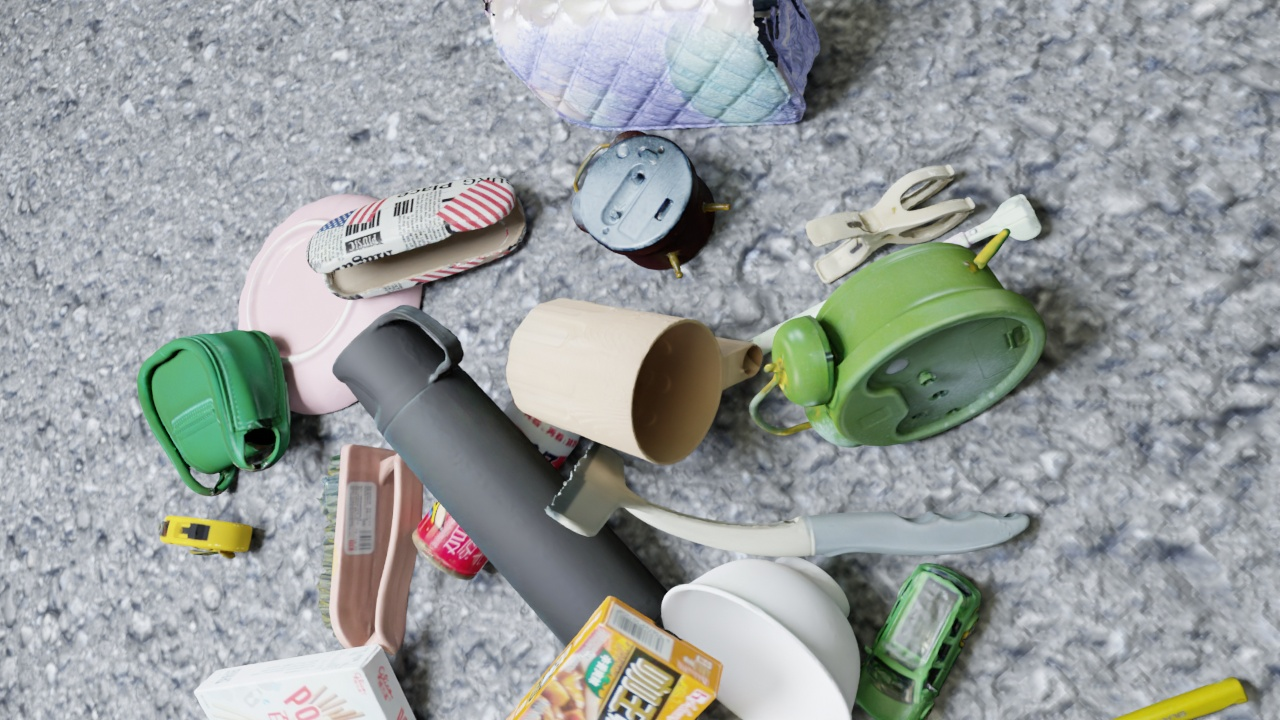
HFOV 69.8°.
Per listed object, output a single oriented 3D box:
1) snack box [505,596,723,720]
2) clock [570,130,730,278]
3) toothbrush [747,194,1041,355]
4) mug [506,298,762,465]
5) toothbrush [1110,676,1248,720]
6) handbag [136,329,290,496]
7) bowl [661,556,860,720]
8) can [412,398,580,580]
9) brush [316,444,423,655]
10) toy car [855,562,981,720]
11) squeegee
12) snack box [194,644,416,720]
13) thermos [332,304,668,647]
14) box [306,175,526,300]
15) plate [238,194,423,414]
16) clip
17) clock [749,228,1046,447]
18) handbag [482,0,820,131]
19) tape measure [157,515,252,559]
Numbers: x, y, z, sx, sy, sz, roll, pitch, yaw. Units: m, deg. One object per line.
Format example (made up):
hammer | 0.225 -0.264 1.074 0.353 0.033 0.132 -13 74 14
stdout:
snack box | -0.025 0.203 0.521 0.075 0.026 0.154 33 119 -3
clock | -0.002 -0.111 0.628 0.122 0.055 0.082 37 95 31
toothbrush | 0.145 -0.044 0.556 0.190 0.020 0.029 -27 59 19
mug | -0.003 0.003 0.559 0.104 0.124 0.084 14 115 39
toothbrush | 0.205 0.201 0.459 0.190 0.015 0.016 -30 69 17
handbag | -0.336 0.041 0.728 0.132 0.067 0.120 -24 81 38
bowl | 0.077 0.147 0.503 0.118 0.118 0.064 24 50 30
can | -0.095 0.081 0.624 0.053 0.053 0.133 41 96 30
brush | -0.189 0.134 0.652 0.073 0.063 0.145 -9 73 36
toy car | 0.146 0.154 0.492 0.043 0.036 0.091 26 93 29
squeegee | 0.084 0.088 0.496 0.246 0.246 0.039 6 92 1
snack box | -0.232 0.250 0.641 0.157 0.026 0.085 -15 104 23
thermos | -0.082 0.072 0.551 0.242 0.068 0.090 47 137 4
box | -0.171 -0.103 0.683 0.163 0.077 0.074 -16 63 5
plate | -0.267 -0.053 0.756 0.193 0.039 0.192 -7 73 25
clip | 0.149 -0.082 0.553 0.097 0.060 0.034 -26 67 6
clock | 0.134 -0.001 0.495 0.161 0.116 0.056 -29 54 14
handbag | 0.012 -0.210 0.602 0.194 0.134 0.075 6 79 27
tape measure | -0.342 0.142 0.731 0.057 0.060 0.029 0 75 21
